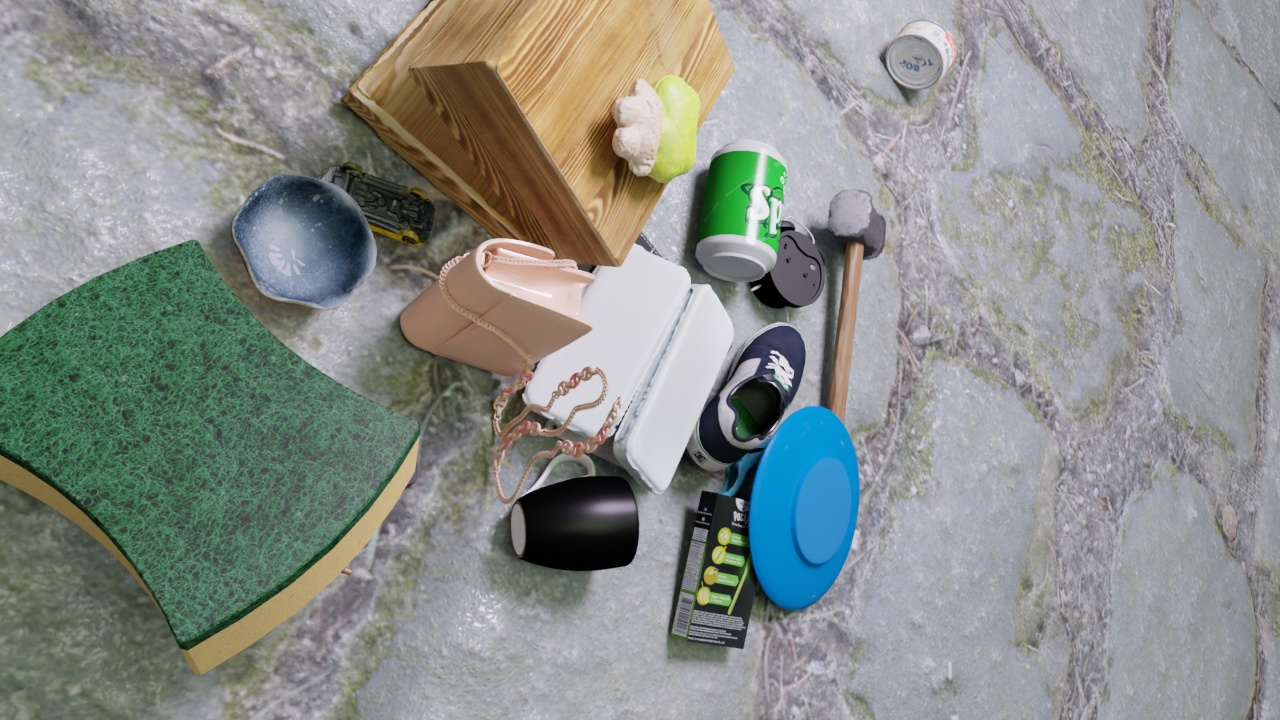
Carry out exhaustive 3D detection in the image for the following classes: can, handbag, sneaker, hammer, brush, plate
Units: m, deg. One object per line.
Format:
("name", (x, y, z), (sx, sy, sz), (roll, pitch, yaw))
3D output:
("can", (0.112, -0.164, 1.010), (0.087, 0.088, 0.139), (21, 70, -31))
("handbag", (-0.117, 0.005, 0.746), (0.116, 0.199, 0.187), (15, 65, -33))
("sneaker", (0.136, 0.026, 0.981), (0.084, 0.079, 0.234), (48, 46, -6))
("can", (0.382, -0.416, 1.252), (0.086, 0.086, 0.043), (50, 59, -17))
("hammer", (0.246, -0.041, 1.100), (0.098, 0.052, 0.328), (26, 70, -61))
("brush", (-0.298, 0.055, 0.615), (0.250, 0.075, 0.194), (38, 56, 8))
("plate", (0.193, 0.162, 1.006), (0.223, 0.024, 0.224), (-4, 96, -48))

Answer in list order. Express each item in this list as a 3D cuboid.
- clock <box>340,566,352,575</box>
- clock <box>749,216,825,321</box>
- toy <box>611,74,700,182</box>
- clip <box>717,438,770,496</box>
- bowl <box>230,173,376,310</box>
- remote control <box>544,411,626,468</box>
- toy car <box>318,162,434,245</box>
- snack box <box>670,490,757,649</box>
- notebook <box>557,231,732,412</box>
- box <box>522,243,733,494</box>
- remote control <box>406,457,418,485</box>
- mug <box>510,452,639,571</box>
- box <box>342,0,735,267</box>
("clock", (-0.297, 0.117, 0.674), (0.121, 0.073, 0.157), (-29, 78, -32))
("clock", (0.173, -0.113, 1.071), (0.091, 0.043, 0.120), (35, 63, -25))
("toy", (0.013, -0.199, 0.786), (0.115, 0.046, 0.092), (-15, 115, -53))
("clip", (0.100, 0.112, 0.989), (0.121, 0.033, 0.119), (30, 62, -27))
("bowl", (-0.275, -0.090, 0.739), (0.110, 0.055, 0.110), (8, 77, -35))
("remote control", (-0.026, 0.073, 0.900), (0.135, 0.011, 0.050), (28, 83, -23))
("toy car", (-0.229, -0.135, 0.796), (0.106, 0.030, 0.049), (20, 72, -33))
("snack box", (0.084, 0.215, 0.941), (0.080, 0.025, 0.147), (20, 78, -36))
("notebook", (-0.007, -0.036, 0.939), (0.209, 0.030, 0.169), (50, 59, -22))
("box", (0.005, 0.002, 0.883), (0.186, 0.084, 0.210), (41, 61, -23))
("remote control", (-0.243, 0.085, 0.757), (0.124, 0.009, 0.046), (0, 81, -36))
("mug", (-0.067, 0.136, 0.840), (0.100, 0.085, 0.118), (0, 51, -23))
("box", (-0.080, -0.259, 0.866), (0.259, 0.221, 0.278), (54, 53, -42))
